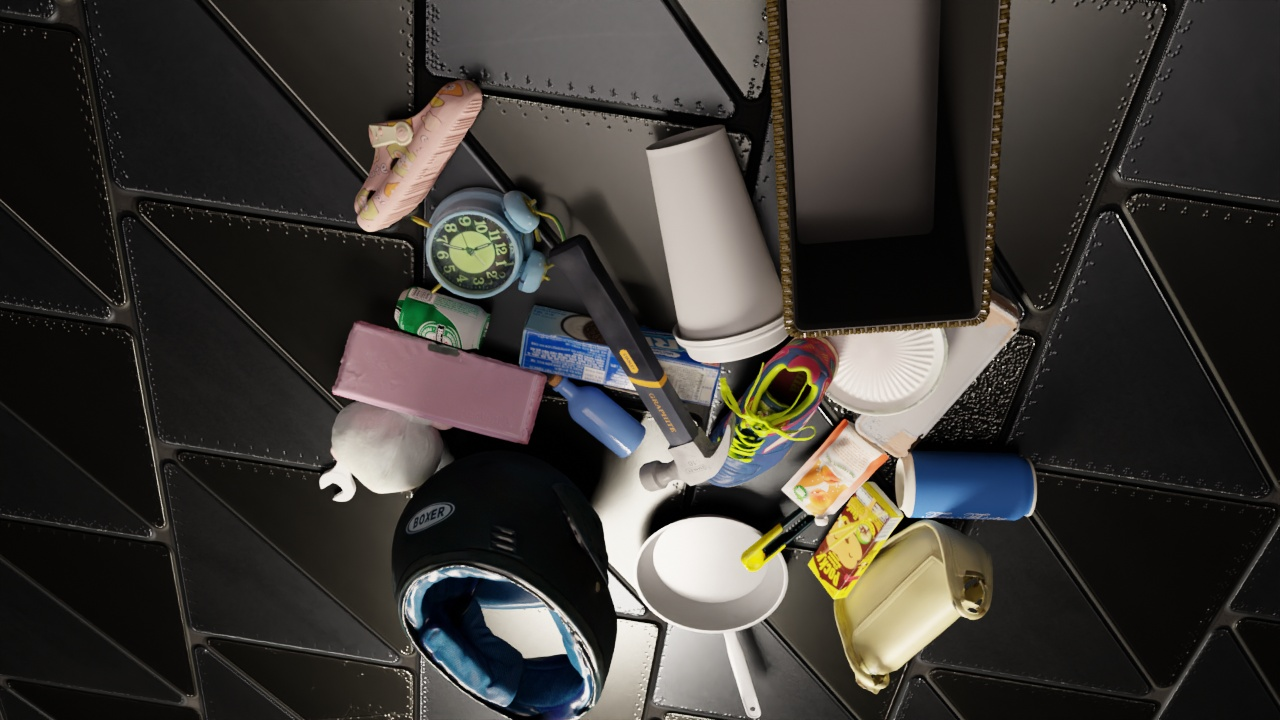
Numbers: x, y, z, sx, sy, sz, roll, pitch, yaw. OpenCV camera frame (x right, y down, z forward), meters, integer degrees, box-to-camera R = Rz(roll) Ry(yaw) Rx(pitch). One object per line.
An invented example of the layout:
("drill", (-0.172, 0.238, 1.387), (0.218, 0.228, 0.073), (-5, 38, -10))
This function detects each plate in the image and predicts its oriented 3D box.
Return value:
("plate", (0.258, -0.014, 1.012), (0.157, 0.014, 0.157), (9, 111, 24))

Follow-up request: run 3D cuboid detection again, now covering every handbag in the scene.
("handbag", (0.331, 0.288, 1.104), (0.088, 0.190, 0.233), (27, 127, -7))

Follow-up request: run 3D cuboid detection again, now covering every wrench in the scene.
("wrench", (-0.358, 0.076, 1.161), (0.047, 0.009, 0.274), (22, 120, -7))

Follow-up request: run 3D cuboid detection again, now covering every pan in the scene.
("pan", (0.114, 0.345, 1.241), (0.201, 0.050, 0.357), (-12, 118, 13))

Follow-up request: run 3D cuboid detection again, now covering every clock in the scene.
("clock", (-0.160, -0.127, 0.995), (0.162, 0.060, 0.118), (-9, 117, 7))

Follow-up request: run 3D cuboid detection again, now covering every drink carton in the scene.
("drink carton", (0.232, 0.137, 1.104), (0.069, 0.038, 0.122), (42, 110, 10))

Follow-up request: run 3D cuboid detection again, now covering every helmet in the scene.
("helmet", (-0.148, 0.252, 1.109), (0.249, 0.235, 0.316), (-26, 116, 20))

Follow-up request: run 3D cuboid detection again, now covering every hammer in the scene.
("hammer", (-0.006, 0.006, 0.994), (0.140, 0.035, 0.312), (-20, 112, 31))

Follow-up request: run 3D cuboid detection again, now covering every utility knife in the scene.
("utility knife", (0.209, 0.188, 1.137), (0.213, 0.020, 0.029), (-43, 110, 9))

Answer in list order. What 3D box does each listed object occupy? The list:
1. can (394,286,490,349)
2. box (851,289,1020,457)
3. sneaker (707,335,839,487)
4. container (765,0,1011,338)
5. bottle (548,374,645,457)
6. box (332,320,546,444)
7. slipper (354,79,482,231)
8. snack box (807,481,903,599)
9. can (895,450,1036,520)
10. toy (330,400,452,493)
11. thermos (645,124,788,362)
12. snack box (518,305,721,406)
("can", (-0.227, -0.048, 1.050), (0.101, 0.053, 0.053), (17, 120, -4))
("box", (0.328, 0.011, 1.027), (0.081, 0.062, 0.217), (33, 118, 0))
("sneaker", (0.130, 0.070, 1.046), (0.116, 0.090, 0.242), (36, 124, 5))
("container", (0.206, -0.213, 0.820), (0.176, 0.204, 0.321), (-4, 119, 8))
("bottle", (-0.056, 0.060, 1.097), (0.131, 0.048, 0.048), (40, 116, -16))
("box", (-0.231, 0.028, 1.068), (0.232, 0.037, 0.098), (15, 88, -13))
("slipper", (-0.242, -0.219, 0.937), (0.081, 0.093, 0.198), (42, 115, -5))
("snack box", (0.267, 0.226, 1.150), (0.025, 0.061, 0.149), (2, 126, -34))
("can", (0.381, 0.147, 1.083), (0.146, 0.078, 0.079), (1, 120, 6))
("toy", (-0.291, 0.078, 1.111), (0.138, 0.101, 0.180), (29, 98, -25))
("thermos", (0.075, -0.120, 0.944), (0.132, 0.131, 0.222), (-13, 110, 13))
("snack box", (-0.022, -0.006, 1.051), (0.226, 0.059, 0.060), (12, 123, 0))
